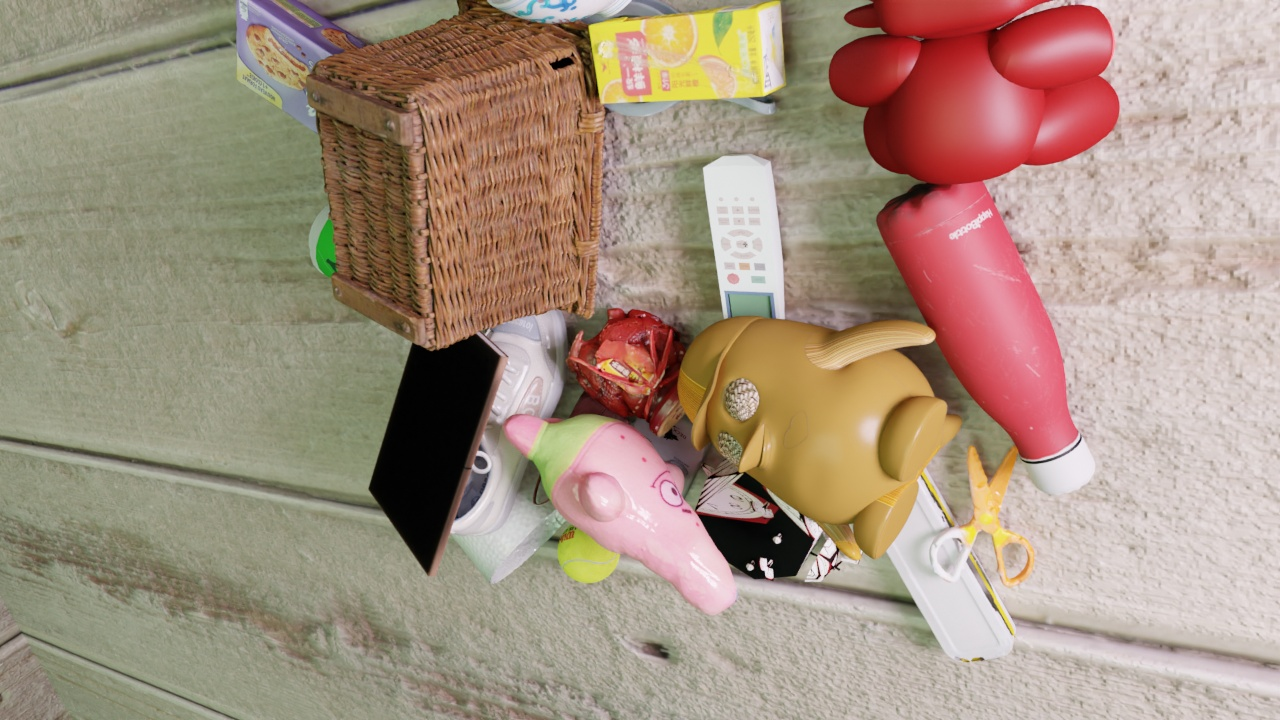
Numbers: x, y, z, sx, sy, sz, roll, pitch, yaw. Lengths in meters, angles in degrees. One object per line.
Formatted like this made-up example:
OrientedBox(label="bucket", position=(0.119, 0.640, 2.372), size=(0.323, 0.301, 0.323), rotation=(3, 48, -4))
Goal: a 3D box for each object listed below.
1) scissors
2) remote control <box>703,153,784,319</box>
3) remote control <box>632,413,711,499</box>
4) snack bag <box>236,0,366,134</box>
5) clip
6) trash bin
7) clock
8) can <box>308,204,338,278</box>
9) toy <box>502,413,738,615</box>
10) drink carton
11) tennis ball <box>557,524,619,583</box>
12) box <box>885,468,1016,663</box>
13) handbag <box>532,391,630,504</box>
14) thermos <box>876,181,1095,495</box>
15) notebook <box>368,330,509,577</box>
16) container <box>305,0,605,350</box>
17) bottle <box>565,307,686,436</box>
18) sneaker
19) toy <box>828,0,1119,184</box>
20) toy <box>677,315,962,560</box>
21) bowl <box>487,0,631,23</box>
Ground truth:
OrientedBox(label="scissors", position=(0.259, 0.121, 0.717), size=(0.097, 0.012, 0.133), rotation=(-14, 104, 13))
OrientedBox(label="remote control", position=(0.085, -0.093, 0.723), size=(0.050, 0.024, 0.143), rotation=(5, 123, 27))
OrientedBox(label="remote control", position=(0.015, 0.105, 0.886), size=(0.074, 0.019, 0.151), rotation=(33, 129, 14))
OrientedBox(label="snack bag", position=(-0.289, -0.264, 0.856), size=(0.205, 0.058, 0.097), rotation=(35, 132, 9))
OrientedBox(label="clip", position=(0.027, -0.205, 0.699), size=(0.167, 0.028, 0.127), rotation=(18, 125, 27))
OrientedBox(label="trash bin", position=(-0.160, 0.126, 0.948), size=(0.161, 0.133, 0.134), rotation=(44, 131, 11))
OrientedBox(label="clock", position=(0.121, 0.144, 0.807), size=(0.155, 0.064, 0.115), rotation=(9, 120, 30))
OrientedBox(label="can", position=(-0.249, -0.099, 0.901), size=(0.140, 0.087, 0.088), rotation=(29, 128, 17))
OrientedBox(label="toy", position=(-0.008, 0.119, 0.773), size=(0.237, 0.192, 0.097), rotation=(42, 101, 15))
OrientedBox(label="drink carton", position=(0.030, -0.214, 0.644), size=(0.135, 0.042, 0.059), rotation=(7, 119, 31))
OrientedBox(label="tennis ball", position=(-0.054, 0.198, 0.953), size=(0.065, 0.065, 0.065), rotation=(16, 123, 26))
OrientedBox(label="box", position=(0.239, 0.160, 0.762), size=(0.065, 0.033, 0.209), rotation=(-25, 101, 38))
OrientedBox(label="handbag", position=(-0.065, 0.089, 0.877), size=(0.055, 0.029, 0.119), rotation=(36, 87, 10))
OrientedBox(label="thermos", position=(0.246, -0.013, 0.631), size=(0.073, 0.073, 0.240), rotation=(-22, 102, 40))
OrientedBox(label="notebook", position=(-0.182, 0.061, 0.803), size=(0.141, 0.008, 0.209), rotation=(37, 113, 44))
OrientedBox(label="container", position=(-0.146, -0.141, 0.728), size=(0.162, 0.182, 0.250), rotation=(26, 128, 32))
OrientedBox(label="bottle", position=(-0.005, 0.005, 0.793), size=(0.111, 0.098, 0.099), rotation=(40, 130, 13))
OrientedBox(label="sneaker", position=(-0.134, 0.046, 0.838), size=(0.089, 0.090, 0.242), rotation=(17, 89, 18))
OrientedBox(label="toy", position=(0.189, -0.201, 0.535), size=(0.159, 0.120, 0.197), rotation=(5, 128, 34))
OrientedBox(label="toy", position=(0.115, 0.039, 0.688), size=(0.203, 0.162, 0.199), rotation=(27, 125, 29))
OrientedBox(label="bowl", position=(-0.037, -0.291, 0.646), size=(0.074, 0.143, 0.144), rotation=(27, 142, -36))
